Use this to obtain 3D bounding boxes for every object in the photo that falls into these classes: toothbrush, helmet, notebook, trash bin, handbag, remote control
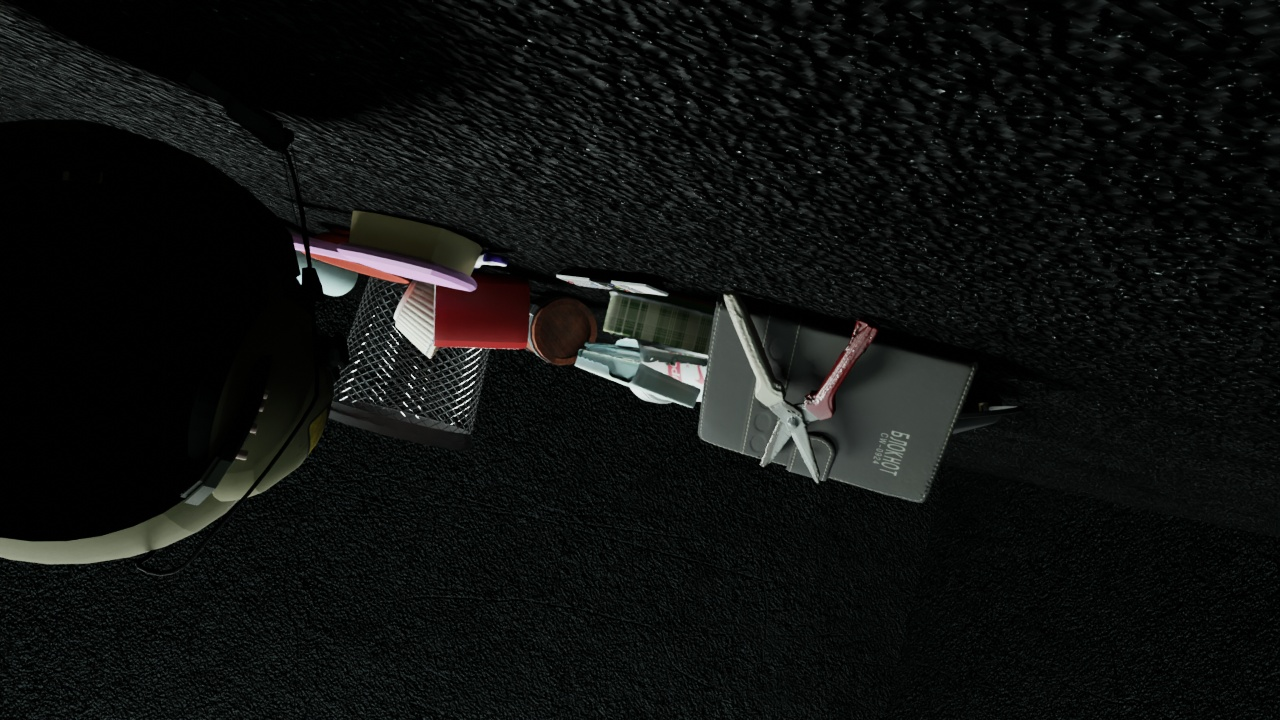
[{"bbox_3d":[-0.164,-0.099,0.908,0.015,0.016,0.187,14,177,-28],"label":"toothbrush"},{"bbox_3d":[-0.288,-0.022,0.490,0.250,0.255,0.233,18,173,-19],"label":"helmet"},{"bbox_3d":[0.155,0.037,0.774,0.209,0.170,0.029,16,-139,13],"label":"notebook"},{"bbox_3d":[-0.326,-0.007,1.342,0.218,0.227,0.218,15,177,1],"label":"trash bin"},{"bbox_3d":[0.261,0.052,0.863,0.175,0.072,0.196,-4,178,-35],"label":"handbag"},{"bbox_3d":[-0.026,-0.070,0.803,0.028,0.011,0.124,18,176,-42],"label":"remote control"}]

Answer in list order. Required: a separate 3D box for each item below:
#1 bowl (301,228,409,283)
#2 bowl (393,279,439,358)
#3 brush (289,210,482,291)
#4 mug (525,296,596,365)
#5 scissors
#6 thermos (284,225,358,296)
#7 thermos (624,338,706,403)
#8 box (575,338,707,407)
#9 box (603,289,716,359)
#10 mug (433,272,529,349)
[{"bbox_3d":[-0.320,-0.122,1.049,0.122,0.035,0.122,15,177,1],"label":"bowl"},{"bbox_3d":[-0.249,-0.067,1.098,0.062,0.115,0.115,30,175,-8],"label":"bowl"},{"bbox_3d":[-0.256,-0.111,0.866,0.229,0.043,0.089,14,177,22],"label":"brush"},{"bbox_3d":[-0.124,-0.050,1.114,0.117,0.081,0.111,36,172,-25],"label":"mug"},{"bbox_3d":[0.121,0.016,0.739,0.179,0.015,0.199,41,137,-6],"label":"scissors"},{"bbox_3d":[-0.443,-0.132,1.175,0.078,0.065,0.206,-9,171,12],"label":"thermos"},{"bbox_3d":[0.067,0.002,1.010,0.099,0.099,0.221,17,171,-38],"label":"thermos"},{"bbox_3d":[-0.007,0.007,0.884,0.083,0.067,0.199,-6,-174,-17],"label":"box"},{"bbox_3d":[0.075,-0.022,0.855,0.206,0.050,0.117,15,179,15],"label":"box"},{"bbox_3d":[-0.174,-0.055,0.993,0.096,0.080,0.116,1,-173,-13],"label":"mug"}]
